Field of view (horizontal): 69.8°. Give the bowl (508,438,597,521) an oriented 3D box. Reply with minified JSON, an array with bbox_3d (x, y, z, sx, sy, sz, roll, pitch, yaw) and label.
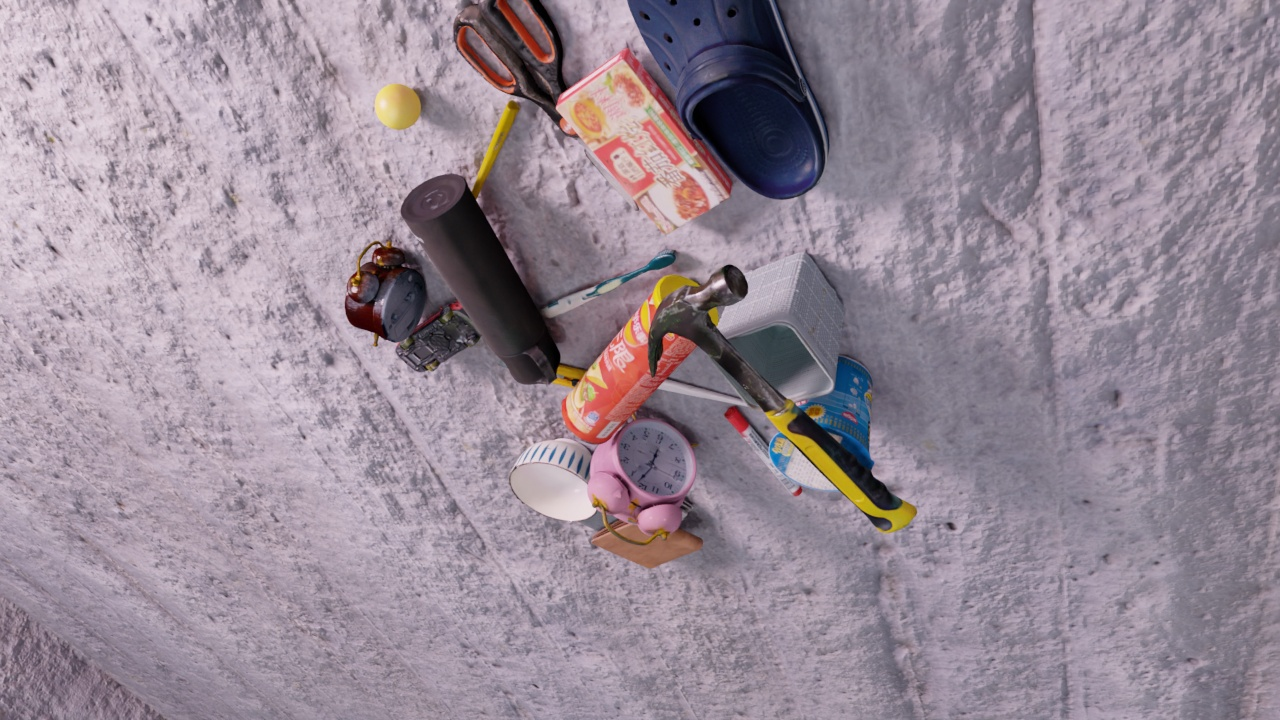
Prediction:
[{"bbox_3d":[-0.098,0.140,1.139,0.116,0.066,0.117,12,138,11],"label":"bowl"}]

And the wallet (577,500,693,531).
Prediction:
[{"bbox_3d":[-0.009,0.192,1.177,0.106,0.036,0.130,31,137,-24],"label":"wallet"}]

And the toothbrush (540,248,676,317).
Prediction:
[{"bbox_3d":[-0.036,-0.076,0.929,0.192,0.018,0.016,-20,124,40],"label":"toothbrush"}]

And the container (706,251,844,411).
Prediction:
[{"bbox_3d":[0.128,-0.029,0.834,0.090,0.111,0.090,-19,123,37],"label":"container"}]

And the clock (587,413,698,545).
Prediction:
[{"bbox_3d":[0.002,0.135,1.024,0.117,0.158,0.060,29,141,-9],"label":"clock"}]

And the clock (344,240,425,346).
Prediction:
[{"bbox_3d":[-0.276,-0.074,0.984,0.055,0.081,0.122,16,141,16],"label":"clock"}]

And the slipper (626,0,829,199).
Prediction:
[{"bbox_3d":[0.061,-0.215,0.686,0.105,0.095,0.253,-13,131,30],"label":"slipper"}]

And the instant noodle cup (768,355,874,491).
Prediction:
[{"bbox_3d":[0.185,0.056,0.899,0.099,0.109,0.099,13,138,12],"label":"instant noodle cup"}]

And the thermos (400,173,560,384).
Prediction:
[{"bbox_3d":[-0.145,-0.069,0.920,0.090,0.068,0.243,35,161,43],"label":"thermos"}]

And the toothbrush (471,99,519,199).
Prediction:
[{"bbox_3d":[-0.148,-0.172,0.876,0.016,0.015,0.191,25,138,-10],"label":"toothbrush"}]

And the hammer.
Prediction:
[{"bbox_3d":[0.131,0.052,0.809,0.126,0.031,0.323,-26,120,40],"label":"hammer"}]

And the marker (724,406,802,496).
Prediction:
[{"bbox_3d":[0.141,0.105,1.039,0.017,0.017,0.145,-19,124,37],"label":"marker"}]

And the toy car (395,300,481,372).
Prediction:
[{"bbox_3d":[-0.224,-0.030,1.033,0.121,0.045,0.053,-25,123,33],"label":"toy car"}]

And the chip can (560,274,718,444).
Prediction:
[{"bbox_3d":[-0.006,0.006,0.944,0.073,0.073,0.217,31,133,-10],"label":"chip can"}]

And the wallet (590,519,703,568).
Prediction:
[{"bbox_3d":[0.007,0.232,1.178,0.101,0.020,0.116,30,140,-24],"label":"wallet"}]

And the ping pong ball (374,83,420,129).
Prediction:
[{"bbox_3d":[-0.219,-0.229,0.828,0.040,0.040,0.040,12,137,11],"label":"ping pong ball"}]

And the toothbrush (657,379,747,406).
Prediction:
[{"bbox_3d":[0.078,0.041,0.999,0.180,0.016,0.016,14,135,10],"label":"toothbrush"}]

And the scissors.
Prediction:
[{"bbox_3d":[-0.057,-0.220,0.782,0.235,0.021,0.140,33,137,-11],"label":"scissors"}]

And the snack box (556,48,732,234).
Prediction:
[{"bbox_3d":[0.005,-0.182,0.781,0.075,0.025,0.153,-26,122,30],"label":"snack box"}]

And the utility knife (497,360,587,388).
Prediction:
[{"bbox_3d":[-0.083,0.022,1.048,0.177,0.015,0.033,13,134,11],"label":"utility knife"}]
